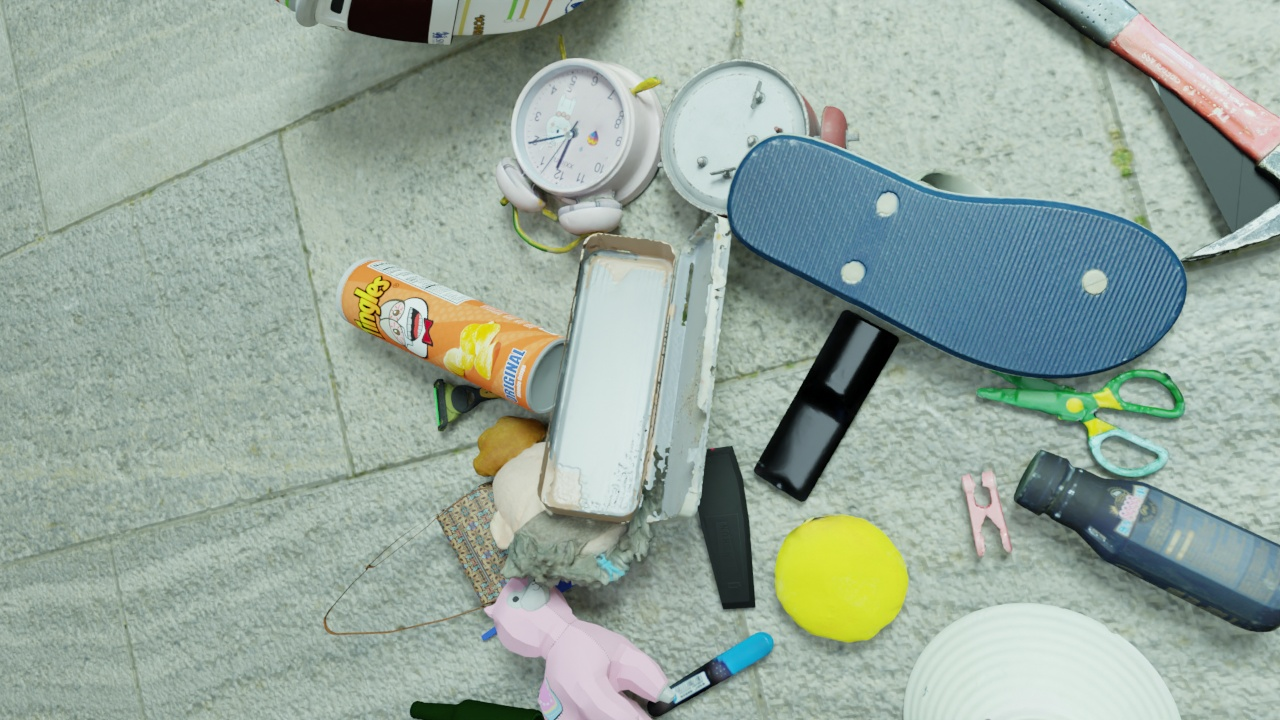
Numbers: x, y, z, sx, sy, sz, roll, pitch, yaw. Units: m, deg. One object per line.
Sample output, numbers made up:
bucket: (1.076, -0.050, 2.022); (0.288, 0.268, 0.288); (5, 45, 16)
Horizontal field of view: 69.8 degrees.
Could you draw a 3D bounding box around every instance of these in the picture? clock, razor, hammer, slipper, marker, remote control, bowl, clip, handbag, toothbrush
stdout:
clock: (-0.051, -0.161, 0.718); (0.117, 0.058, 0.158); (29, 102, 19)
clock: (0.088, -0.149, 0.659); (0.157, 0.061, 0.110); (29, 101, 19)
razor: (-0.113, 0.022, 0.768); (0.144, 0.021, 0.044); (-16, 72, 22)
hammer: (0.301, -0.202, 0.586); (0.326, 0.036, 0.141); (47, 106, 15)
slipper: (0.200, -0.070, 0.616); (0.295, 0.060, 0.118); (21, 101, 9)
marker: (0.053, 0.244, 0.711); (0.123, 0.015, 0.018); (-38, 74, 22)
remote control: (0.133, 0.034, 0.668); (0.045, 0.021, 0.140); (32, 104, 20)
bowl: (0.258, 0.255, 0.596); (0.177, 0.070, 0.177); (1, 91, 23)
clip: (0.231, 0.106, 0.631); (0.039, 0.022, 0.059); (-9, 83, 25)
handbag: (-0.174, 0.180, 0.767); (0.196, 0.043, 0.093); (-29, 88, 3)
toothbrush: (-0.066, 0.188, 0.762); (0.187, 0.011, 0.016); (-37, 78, 22)
remote control: (0.065, 0.129, 0.704); (0.039, 0.010, 0.124); (-10, 88, 22)

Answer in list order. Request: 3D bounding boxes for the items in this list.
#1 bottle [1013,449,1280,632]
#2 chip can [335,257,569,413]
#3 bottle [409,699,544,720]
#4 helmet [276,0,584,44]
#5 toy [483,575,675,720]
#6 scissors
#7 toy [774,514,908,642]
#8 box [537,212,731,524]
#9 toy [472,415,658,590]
bottle: (0.319, 0.109, 0.574); (0.161, 0.056, 0.056); (27, 101, 19)
chip can: (-0.153, -0.024, 0.750); (0.210, 0.062, 0.062); (23, 100, 26)
bottle: (-0.142, 0.307, 0.783); (0.123, 0.033, 0.033); (0, 91, 23)
helmet: (-0.113, -0.349, 0.645); (0.236, 0.231, 0.314); (26, 96, -17)
toy: (-0.054, 0.240, 0.710); (0.157, 0.067, 0.123); (32, 129, 21)
scissors: (0.286, 0.040, 0.611); (0.132, 0.013, 0.078); (7, 94, 21)
toy: (0.142, 0.156, 0.657); (0.096, 0.041, 0.094); (-23, 88, 21)
box: (-0.003, 0.003, 0.647); (0.121, 0.094, 0.216); (6, 71, 8)
toy: (-0.069, 0.109, 0.716); (0.176, 0.132, 0.076); (46, 146, 34)
